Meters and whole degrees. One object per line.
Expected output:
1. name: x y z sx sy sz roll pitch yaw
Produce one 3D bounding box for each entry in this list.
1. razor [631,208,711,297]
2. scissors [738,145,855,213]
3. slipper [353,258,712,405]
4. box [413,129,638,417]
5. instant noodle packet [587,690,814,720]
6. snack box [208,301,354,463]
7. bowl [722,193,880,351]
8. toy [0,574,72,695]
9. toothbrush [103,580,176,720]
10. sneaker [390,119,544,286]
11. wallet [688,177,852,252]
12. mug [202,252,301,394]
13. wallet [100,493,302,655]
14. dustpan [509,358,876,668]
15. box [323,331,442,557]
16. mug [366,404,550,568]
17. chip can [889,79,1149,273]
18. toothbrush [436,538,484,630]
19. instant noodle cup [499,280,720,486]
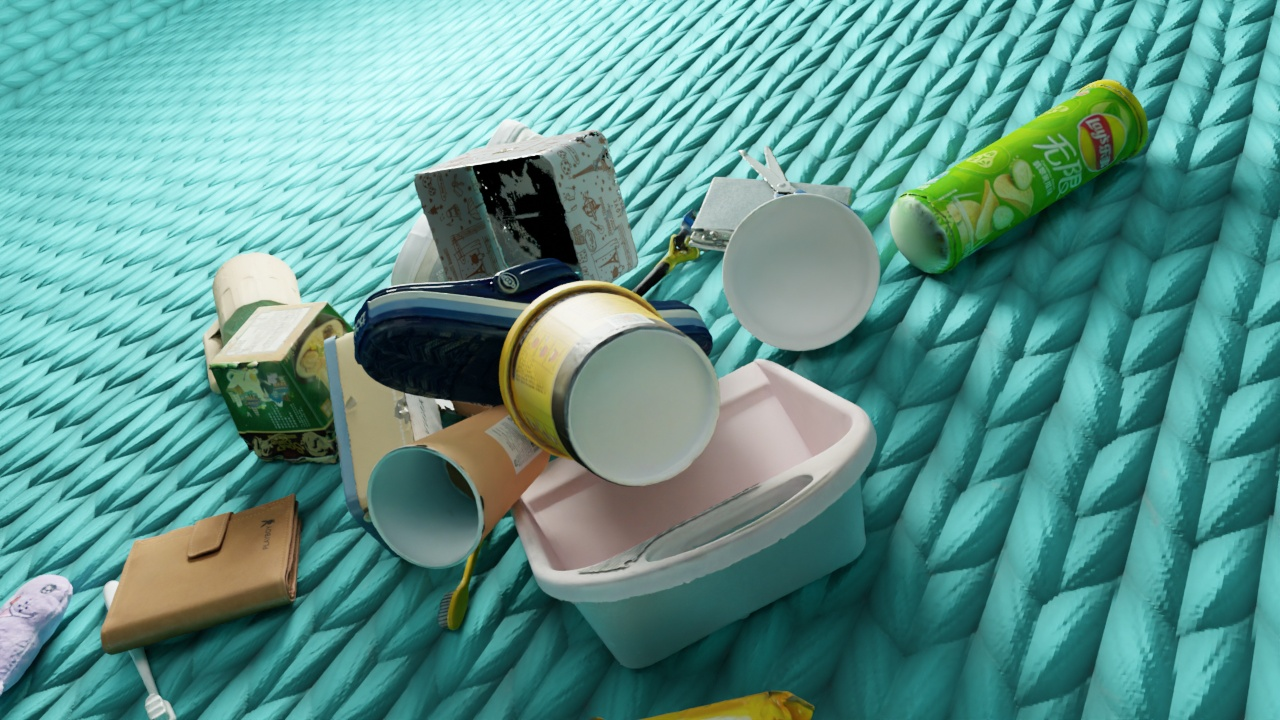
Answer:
1. razor: 0.016 -0.079 0.833 0.042 0.022 0.142 43 65 2
2. scissors: 0.138 -0.150 0.815 0.141 0.012 0.170 8 44 16
3. slipper: -0.075 -0.020 0.658 0.252 0.105 0.095 3 56 -23
4. box: -0.128 -0.086 0.778 0.180 0.156 0.226 6 45 40
5. instant noodle packet: 0.027 0.222 0.442 0.128 0.044 0.110 -14 45 15
6. snack box: -0.293 0.012 0.794 0.118 0.106 0.117 -2 41 21
7. bowl: 0.128 -0.068 0.720 0.118 0.118 0.064 -7 1 17
8. toy: -0.475 0.209 0.692 0.084 0.039 0.107 -11 39 22
9. toothbrush: -0.367 0.206 0.663 0.016 0.016 0.180 -32 38 -25
10. sneaker: -0.157 -0.142 0.947 0.091 0.090 0.241 29 66 9
11. wallet: 0.118 -0.124 0.825 0.130 0.037 0.106 9 46 16
12. mug: -0.399 -0.036 0.932 0.125 0.084 0.103 -47 40 6
13. wallet: -0.321 0.156 0.684 0.131 0.031 0.107 -15 35 -5
14. dustpan: 0.024 0.060 0.563 0.222 0.139 0.273 -28 39 -8
15. box: -0.186 0.050 0.685 0.059 0.090 0.184 -24 50 -3
16. mug: -0.109 0.072 0.595 0.078 0.078 0.122 -4 14 20
17. chip can: 0.304 -0.148 0.743 0.221 0.073 0.072 -31 39 -13
18. toothbrush: -0.117 0.112 0.666 0.018 0.016 0.190 -16 38 19
19. instant noodle cup: -0.017 0.016 0.557 0.118 0.118 0.114 -30 19 -12
